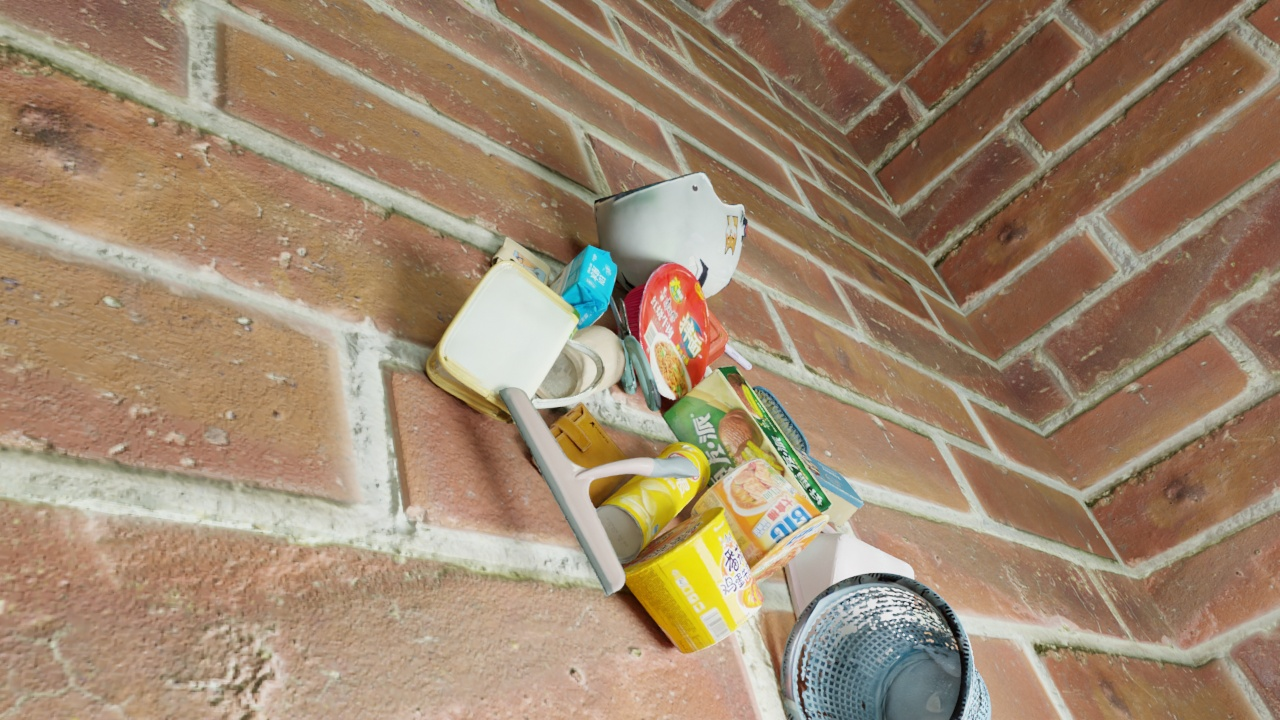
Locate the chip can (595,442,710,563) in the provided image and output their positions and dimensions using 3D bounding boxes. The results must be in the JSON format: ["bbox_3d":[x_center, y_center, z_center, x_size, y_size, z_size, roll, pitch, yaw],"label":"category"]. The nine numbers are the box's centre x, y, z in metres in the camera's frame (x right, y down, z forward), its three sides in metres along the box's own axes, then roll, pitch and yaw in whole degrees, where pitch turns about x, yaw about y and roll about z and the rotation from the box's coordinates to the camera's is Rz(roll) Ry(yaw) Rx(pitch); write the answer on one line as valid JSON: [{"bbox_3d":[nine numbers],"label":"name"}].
[{"bbox_3d":[0.014,0.163,1.079,0.072,0.072,0.212,50,28,4],"label":"chip can"}]

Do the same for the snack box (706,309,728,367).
[{"bbox_3d":[0.086,-0.037,1.415,0.091,0.082,0.080,51,-16,6],"label":"snack box"}]

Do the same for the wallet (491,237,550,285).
[{"bbox_3d":[-0.164,-0.116,1.239,0.087,0.024,0.115,42,29,-22],"label":"wallet"}]

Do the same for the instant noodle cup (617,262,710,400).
[{"bbox_3d":[0.027,-0.040,1.303,0.193,0.066,0.194,4,85,-57],"label":"instant noodle cup"}]

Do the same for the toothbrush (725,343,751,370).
[{"bbox_3d":[0.121,-0.043,1.555,0.189,0.029,0.021,39,-9,-19],"label":"toothbrush"}]

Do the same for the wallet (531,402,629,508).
[{"bbox_3d":[-0.073,0.110,1.070,0.119,0.035,0.130,54,27,-3],"label":"wallet"}]

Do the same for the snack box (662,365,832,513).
[{"bbox_3d":[0.145,0.134,1.255,0.063,0.115,0.240,-9,62,-57],"label":"snack box"}]

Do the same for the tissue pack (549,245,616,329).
[{"bbox_3d":[-0.081,-0.090,1.247,0.063,0.090,0.139,39,29,-18],"label":"tissue pack"}]

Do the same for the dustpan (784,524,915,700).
[{"bbox_3d":[0.280,0.348,1.291,0.222,0.139,0.272,32,60,-31],"label":"dustpan"}]

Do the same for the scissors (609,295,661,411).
[{"bbox_3d":[-0.007,0.007,1.177,0.019,0.170,0.179,-16,45,-12],"label":"scissors"}]

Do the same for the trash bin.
[{"bbox_3d":[0.310,0.392,1.087,0.195,0.227,0.226,41,26,-42],"label":"trash bin"}]

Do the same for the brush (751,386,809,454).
[{"bbox_3d":[0.219,0.102,1.468,0.144,0.055,0.073,54,25,11],"label":"brush"}]

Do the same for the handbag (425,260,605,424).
[{"bbox_3d":[-0.130,-0.003,1.030,0.178,0.063,0.163,36,57,-11],"label":"handbag"}]

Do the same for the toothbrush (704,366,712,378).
[{"bbox_3d":[0.083,-0.022,1.478,0.187,0.016,0.017,59,20,21],"label":"toothbrush"}]

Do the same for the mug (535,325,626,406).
[{"bbox_3d":[-0.092,-0.007,1.140,0.124,0.084,0.103,44,28,11],"label":"mug"}]

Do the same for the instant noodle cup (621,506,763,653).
[{"bbox_3d":[0.060,0.239,0.990,0.110,0.138,0.137,58,28,1],"label":"instant noodle cup"}]

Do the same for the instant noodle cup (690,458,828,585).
[{"bbox_3d":[0.141,0.201,1.143,0.111,0.152,0.151,51,26,23],"label":"instant noodle cup"}]

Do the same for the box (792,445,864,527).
[{"bbox_3d":[0.258,0.187,1.392,0.184,0.059,0.089,28,17,-31],"label":"box"}]

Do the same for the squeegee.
[{"bbox_3d":[-0.003,0.120,0.998,0.249,0.040,0.247,4,46,-51],"label":"squeegee"}]

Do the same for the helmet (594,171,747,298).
[{"bbox_3d":[0.051,-0.163,1.417,0.274,0.230,0.156,38,47,-61],"label":"helmet"}]
